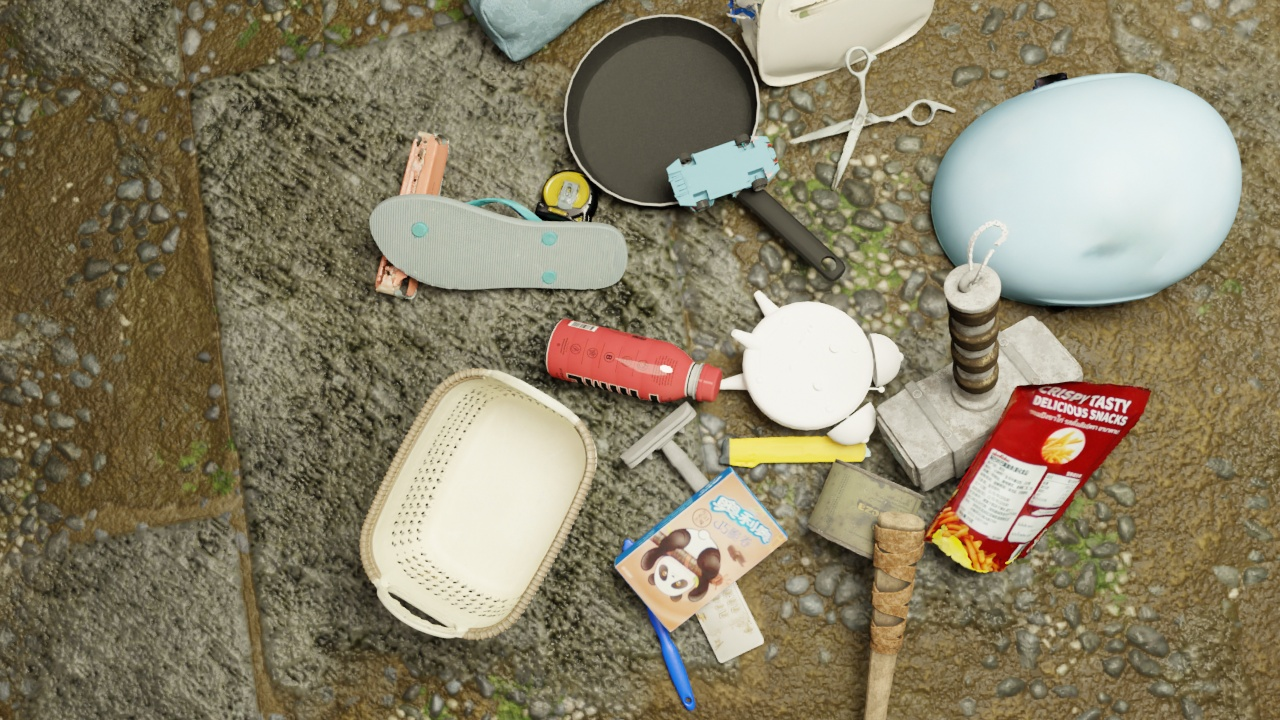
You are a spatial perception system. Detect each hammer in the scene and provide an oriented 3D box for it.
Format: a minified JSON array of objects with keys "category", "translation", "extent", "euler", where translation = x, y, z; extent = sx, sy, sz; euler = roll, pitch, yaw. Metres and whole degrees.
[{"category":"hammer","translation":[0.219,0.290,0.844],"extent":[0.121,0.048,0.319],"euler":[7,105,13]},{"category":"hammer","translation":[0.280,-0.005,0.769],"extent":[0.177,0.326,0.079],"euler":[-31,58,4]}]

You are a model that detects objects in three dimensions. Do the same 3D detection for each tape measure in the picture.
[{"category":"tape measure","translation":[-0.077,-0.173,0.980],"extent":[0.062,0.034,0.061],"euler":[15,85,9]}]

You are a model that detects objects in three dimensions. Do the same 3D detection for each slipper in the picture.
[{"category":"slipper","translation":[-0.148,-0.121,0.973],"extent":[0.269,0.054,0.098],"euler":[8,116,-3]}]

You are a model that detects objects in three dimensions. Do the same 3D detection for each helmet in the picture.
[{"category":"helmet","translation":[0.407,-0.158,0.843],"extent":[0.266,0.166,0.225],"euler":[-5,94,17]}]

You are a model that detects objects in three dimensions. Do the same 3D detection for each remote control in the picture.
[{"category":"remote control","translation":[0.073,0.234,0.933],"extent":[0.050,0.011,0.135],"euler":[-27,82,5]}]

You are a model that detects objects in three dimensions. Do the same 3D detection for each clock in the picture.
[{"category":"clock","translation":[0.167,0.007,0.907],"extent":[0.161,0.073,0.125],"euler":[23,88,10]}]

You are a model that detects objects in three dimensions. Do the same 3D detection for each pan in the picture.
[{"category":"pan","translation":[0.076,-0.206,0.955],"extent":[0.204,0.044,0.355],"euler":[-46,80,2]}]

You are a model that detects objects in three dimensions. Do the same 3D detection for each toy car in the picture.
[{"category":"toy car","translation":[0.082,-0.186,0.916],"extent":[0.107,0.027,0.060],"euler":[-19,81,-3]}]

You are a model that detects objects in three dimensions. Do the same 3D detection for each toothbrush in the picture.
[{"category":"toothbrush","translation":[0.019,0.269,0.938],"extent":[0.016,0.018,0.182],"euler":[-22,85,6]}]

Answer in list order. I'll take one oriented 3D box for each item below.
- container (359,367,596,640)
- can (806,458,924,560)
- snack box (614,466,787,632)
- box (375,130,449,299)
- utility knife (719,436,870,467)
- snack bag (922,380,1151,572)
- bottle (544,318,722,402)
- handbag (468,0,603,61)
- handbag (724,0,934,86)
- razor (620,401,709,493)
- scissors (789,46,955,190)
[{"category":"container","translation":[-0.149,0.138,0.909],"extent":[0.184,0.143,0.246],"euler":[29,90,10]},{"category":"can","translation":[0.214,0.146,0.879],"extent":[0.090,0.090,0.074],"euler":[24,88,10]},{"category":"snack box","translation":[0.059,0.186,0.907],"extent":[0.151,0.034,0.087],"euler":[-40,94,3]},{"category":"box","translation":[-0.253,-0.160,1.002],"extent":[0.056,0.059,0.186],"euler":[10,85,41]},{"category":"utility knife","translation":[0.156,0.092,0.931],"extent":[0.151,0.017,0.030],"euler":[-2,89,9]},{"category":"snack bag","translation":[0.352,0.103,0.824],"extent":[0.138,0.066,0.208],"euler":[10,126,-17]},{"category":"bottle","translation":[-0.006,0.005,0.930],"extent":[0.177,0.062,0.062],"euler":[14,87,15]},{"category":"handbag","translation":[-0.096,-0.417,0.969],"extent":[0.192,0.122,0.118],"euler":[-35,64,6]},{"category":"handbag","translation":[0.181,-0.362,0.877],"extent":[0.201,0.199,0.093],"euler":[-19,78,4]},{"category":"razor","translation":[0.050,0.114,0.935],"extent":[0.088,0.047,0.116],"euler":[-40,88,3]},{"category":"scissors","translation":[0.237,-0.247,0.936],"extent":[0.175,0.014,0.142],"euler":[-4,108,-4]}]
